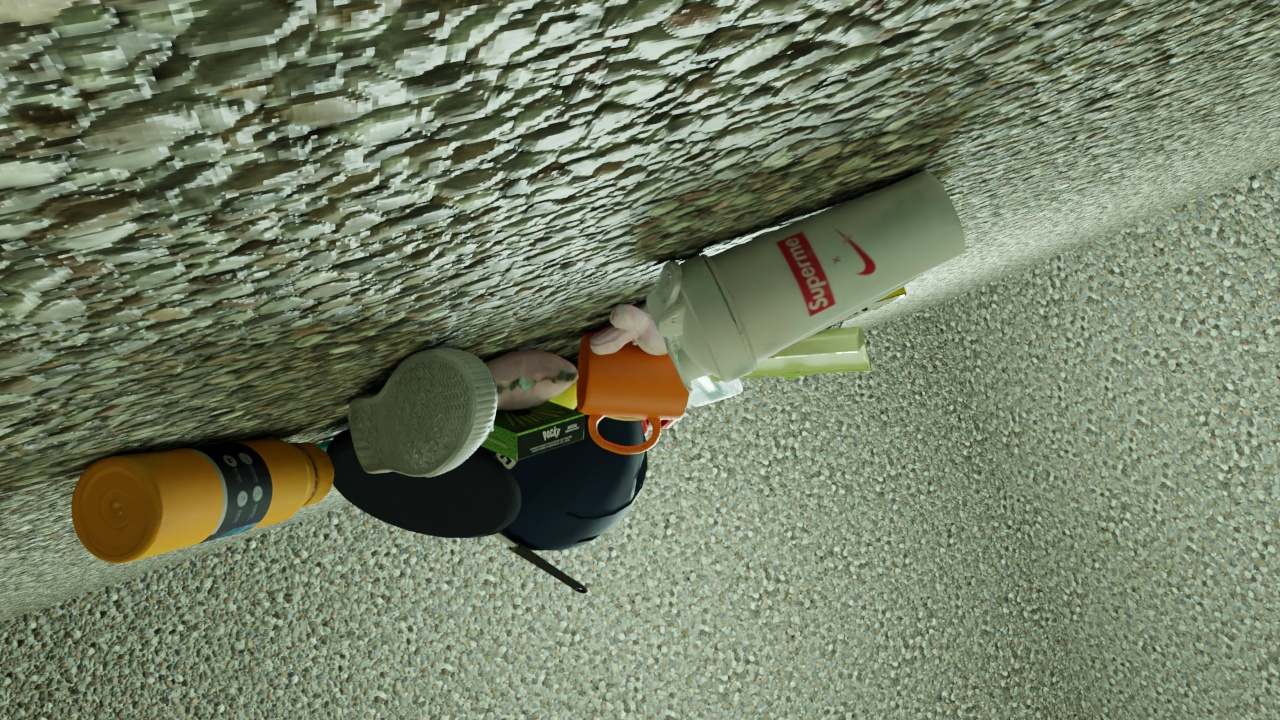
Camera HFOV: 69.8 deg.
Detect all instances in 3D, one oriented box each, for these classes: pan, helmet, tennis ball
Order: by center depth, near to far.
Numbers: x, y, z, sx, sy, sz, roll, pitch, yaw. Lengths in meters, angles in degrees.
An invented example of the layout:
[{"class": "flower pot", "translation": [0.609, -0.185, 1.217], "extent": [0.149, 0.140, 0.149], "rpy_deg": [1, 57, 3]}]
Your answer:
[{"class": "tennis ball", "translation": [-0.092, 0.027, 0.922], "extent": [0.065, 0.065, 0.065], "rpy_deg": [-19, 175, -2]}, {"class": "pan", "translation": [-0.171, 0.171, 0.961], "extent": [0.199, 0.021, 0.356], "rpy_deg": [-20, 133, 33]}, {"class": "helmet", "translation": [-0.094, 0.098, 1.083], "extent": [0.233, 0.223, 0.271], "rpy_deg": [-24, -150, 44]}]

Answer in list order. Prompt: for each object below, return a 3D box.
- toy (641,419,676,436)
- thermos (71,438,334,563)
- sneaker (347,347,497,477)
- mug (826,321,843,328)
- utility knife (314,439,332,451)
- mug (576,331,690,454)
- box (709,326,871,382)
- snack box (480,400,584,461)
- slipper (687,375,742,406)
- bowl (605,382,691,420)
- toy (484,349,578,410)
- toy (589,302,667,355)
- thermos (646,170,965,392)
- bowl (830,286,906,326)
[{"class": "toy", "translation": [-0.027, 0.059, 1.295], "extent": [0.158, 0.120, 0.197], "rpy_deg": [-17, 167, 6]}, {"class": "thermos", "translation": [-0.345, 0.100, 0.750], "extent": [0.076, 0.091, 0.232], "rpy_deg": [-52, 169, 8]}, {"class": "sneaker", "translation": [-0.156, 0.042, 0.723], "extent": [0.087, 0.089, 0.236], "rpy_deg": [-12, 177, -36]}, {"class": "mug", "translation": [0.204, -0.071, 1.041], "extent": [0.105, 0.071, 0.077], "rpy_deg": [-49, 166, 17]}, {"class": "utility knife", "translation": [-0.316, 0.087, 1.006], "extent": [0.022, 0.015, 0.123], "rpy_deg": [11, -163, 43]}, {"class": "mug", "translation": [-0.009, 0.032, 0.866], "extent": [0.096, 0.112, 0.078], "rpy_deg": [4, 171, -11]}, {"class": "box", "translation": [0.151, -0.009, 1.004], "extent": [0.188, 0.047, 0.140], "rpy_deg": [-4, 165, 21]}, {"class": "snack box", "translation": [-0.132, 0.052, 0.854], "extent": [0.148, 0.025, 0.080], "rpy_deg": [16, -159, 40]}, {"class": "slipper", "translation": [0.074, -0.003, 1.158], "extent": [0.104, 0.074, 0.245], "rpy_deg": [-17, 159, 8]}, {"class": "bowl", "translation": [-0.006, 0.006, 0.966], "extent": [0.112, 0.061, 0.113], "rpy_deg": [-5, 140, -4]}, {"class": "toy", "translation": [-0.113, 0.018, 0.828], "extent": [0.099, 0.053, 0.096], "rpy_deg": [-12, -174, -19]}, {"class": "toy", "translation": [0.008, -0.030, 0.808], "extent": [0.109, 0.047, 0.064], "rpy_deg": [-3, 158, -41]}, {"class": "thermos", "translation": [0.115, -0.062, 0.664], "extent": [0.220, 0.099, 0.099], "rpy_deg": [-25, 175, 2]}, {"class": "bowl", "translation": [0.192, -0.074, 0.900], "extent": [0.117, 0.067, 0.117], "rpy_deg": [-19, 175, -2]}]
